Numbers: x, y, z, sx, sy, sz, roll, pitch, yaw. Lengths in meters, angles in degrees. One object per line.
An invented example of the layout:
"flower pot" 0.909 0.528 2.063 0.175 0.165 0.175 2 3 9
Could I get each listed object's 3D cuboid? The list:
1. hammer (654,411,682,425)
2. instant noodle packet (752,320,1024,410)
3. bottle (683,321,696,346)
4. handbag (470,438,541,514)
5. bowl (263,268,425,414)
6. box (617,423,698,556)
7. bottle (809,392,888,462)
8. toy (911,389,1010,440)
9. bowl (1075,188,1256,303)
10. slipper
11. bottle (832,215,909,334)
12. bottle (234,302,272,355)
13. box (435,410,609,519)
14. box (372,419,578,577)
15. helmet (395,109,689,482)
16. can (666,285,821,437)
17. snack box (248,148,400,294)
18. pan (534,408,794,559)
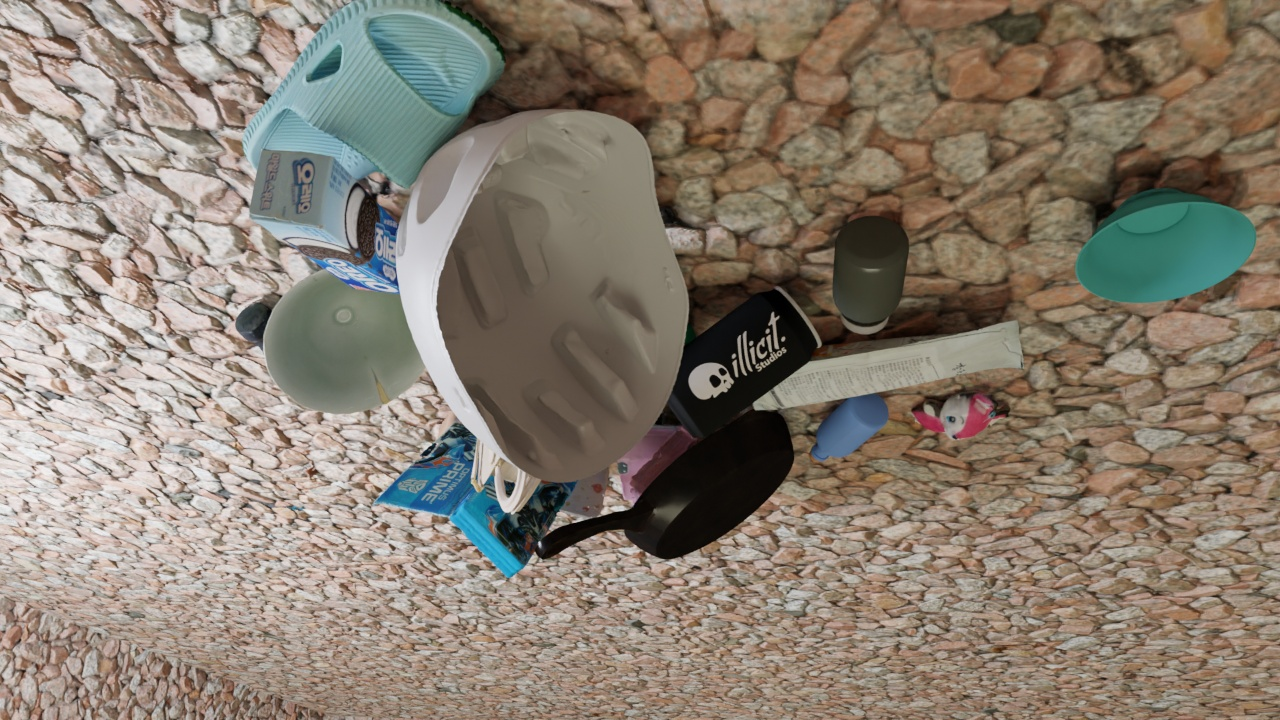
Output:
"hammer" 0.044 0.156 1.212 0.133 0.033 0.333 -2 148 12
"instant noodle packet" 0.233 0.002 0.910 0.270 0.057 0.146 -11 162 22
"bottle" 0.020 -0.017 0.902 0.068 0.068 0.209 -14 142 31
"handbag" -0.104 0.058 0.900 0.101 0.197 0.195 22 136 -17
"bowl" -0.299 -0.033 0.932 0.174 0.068 0.174 -18 130 -23
"box" 0.010 0.146 1.129 0.098 0.099 0.233 38 160 22
"bottle" 0.227 0.082 1.037 0.048 0.048 0.131 14 148 -11
"toy" 0.344 0.066 0.992 0.103 0.050 0.065 -12 148 37
"bowl" 0.402 -0.098 0.714 0.121 0.046 0.121 5 148 3
"slipper" -0.217 -0.181 0.692 0.277 0.069 0.116 -21 135 39
"bottle" 0.196 -0.070 0.788 0.060 0.060 0.108 1 148 10
"bottle" -0.380 -0.003 1.016 0.056 0.056 0.161 -6 146 20
"box" -0.154 0.132 1.175 0.216 0.094 0.108 18 172 -18
"box" -0.158 0.119 1.018 0.174 0.243 0.064 27 115 3
"helmet" -0.069 -0.046 0.712 0.184 0.223 0.282 0 121 57
"can" 0.087 0.002 0.849 0.146 0.080 0.080 -36 139 1
"snack box" -0.242 -0.105 0.748 0.059 0.059 0.226 6 172 1
"pan" 0.040 0.164 1.014 0.355 0.043 0.249 -14 145 -39
